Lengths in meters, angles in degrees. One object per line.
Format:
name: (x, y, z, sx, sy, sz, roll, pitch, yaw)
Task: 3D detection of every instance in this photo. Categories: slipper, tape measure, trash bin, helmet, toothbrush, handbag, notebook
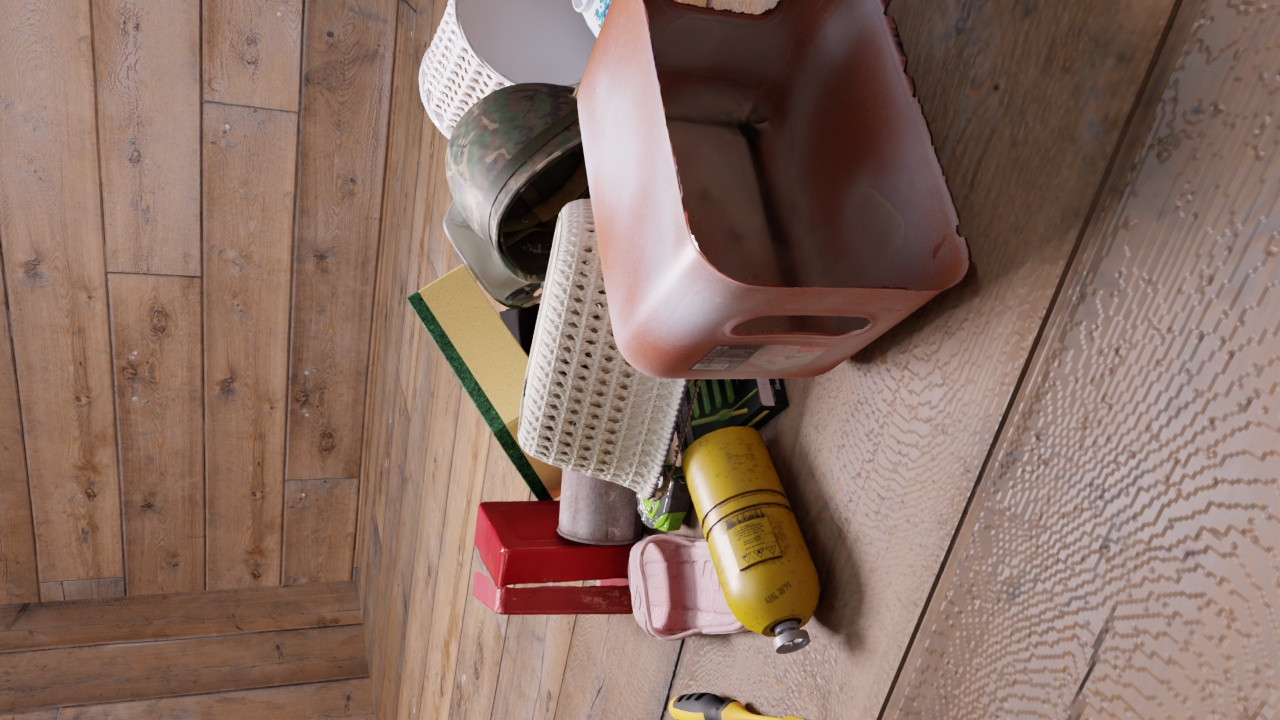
slipper: (0.030, 0.201, 0.815, 0.240, 0.064, 0.094, 154, 115, -63)
tape measure: (0.025, 0.128, 0.869, 0.058, 0.035, 0.066, 41, 123, 50)
trash bin: (0.067, -0.127, 0.599, 0.158, 0.181, 0.259, 130, 135, -59)
helmet: (-0.067, -0.170, 0.904, 0.236, 0.223, 0.193, 48, 132, 24)
toothbrush: (0.075, 0.291, 0.752, 0.197, 0.031, 0.031, -31, 75, 59)
handbag: (-0.147, -0.167, 1.110, 0.142, 0.096, 0.198, 56, -160, -29)
notebook: (-0.115, 0.012, 1.149, 0.232, 0.019, 0.169, 0, 110, 67)

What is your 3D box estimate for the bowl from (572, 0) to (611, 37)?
bowl: (-0.027, -0.394, 0.961, 0.144, 0.074, 0.144, -179, 90, -67)

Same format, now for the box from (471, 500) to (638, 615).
box: (-0.092, 0.211, 0.988, 0.136, 0.157, 0.117, -178, 94, -66)

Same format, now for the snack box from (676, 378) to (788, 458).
snack box: (0.070, 0.030, 0.777, 0.148, 0.025, 0.080, 130, 135, -56)

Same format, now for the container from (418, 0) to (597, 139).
container: (-0.161, -0.373, 1.133, 0.187, 0.189, 0.189, 152, 116, -63)

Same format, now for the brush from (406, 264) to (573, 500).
brush: (-0.158, 0.032, 1.061, 0.250, 0.075, 0.195, 51, 169, 30)

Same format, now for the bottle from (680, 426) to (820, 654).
bottle: (0.084, 0.134, 0.680, 0.071, 0.071, 0.163, 115, 147, -44)

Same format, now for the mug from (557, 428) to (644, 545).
mug: (-0.045, 0.125, 0.958, 0.123, 0.096, 0.110, 12, 94, 58)

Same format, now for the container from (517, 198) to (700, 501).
container: (-0.016, -0.018, 0.764, 0.184, 0.143, 0.252, -99, 22, -68)

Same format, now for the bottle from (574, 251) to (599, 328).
bottle: (-0.068, -0.078, 1.080, 0.174, 0.046, 0.083, 136, 131, -59)
